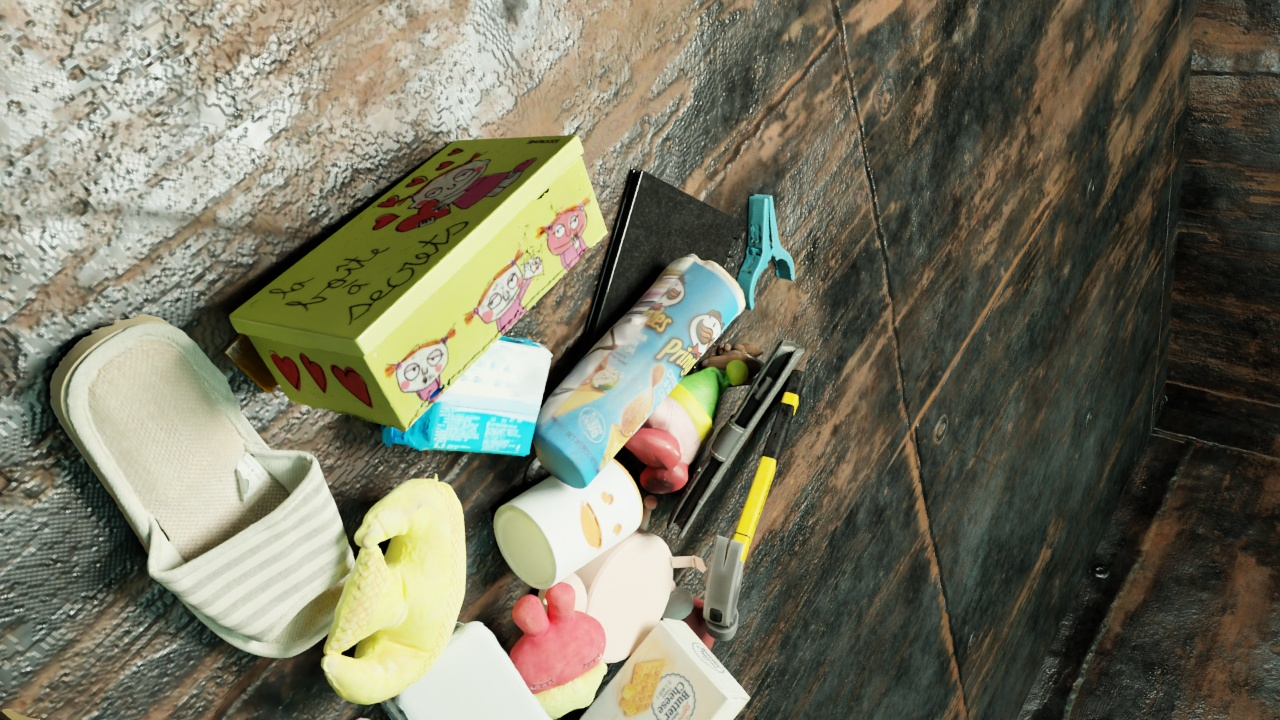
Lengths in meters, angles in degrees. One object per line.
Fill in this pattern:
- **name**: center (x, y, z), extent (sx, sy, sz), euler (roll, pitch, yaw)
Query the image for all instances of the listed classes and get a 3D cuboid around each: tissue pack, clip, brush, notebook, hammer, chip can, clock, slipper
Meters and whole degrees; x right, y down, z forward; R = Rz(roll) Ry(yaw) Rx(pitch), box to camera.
- **tissue pack**: center (-0.131, 0.021, 0.689), extent (0.144, 0.062, 0.093), euler (11, 93, -54)
- **clip**: center (0.127, -0.103, 0.985), extent (0.118, 0.033, 0.120), euler (-58, 140, -11)
- **brush**: center (-0.212, -0.036, 0.604), extent (0.126, 0.017, 0.048), euler (-53, 138, -23)
- **notebook**: center (0.016, -0.044, 0.877), extent (0.169, 0.019, 0.231), euler (15, 92, -50)
- **hammer**: center (0.133, 0.137, 1.015), extent (0.170, 0.034, 0.323), euler (85, 25, -51)
- **notebook**: center (0.096, 0.072, 0.909), extent (0.209, 0.029, 0.169), euler (-61, 170, 8)
- **chip can**: center (-0.005, 0.005, 0.797), extent (0.229, 0.080, 0.080), euler (-48, 135, -25)
- **clock**: center (-0.020, 0.229, 0.891), extent (0.160, 0.086, 0.131), euler (-33, 127, -31)
- **clock**: center (0.040, 0.297, 1.013), extent (0.124, 0.044, 0.087), euler (40, 72, -49)
- **slipper**: center (-0.258, 0.092, 0.575), extent (0.114, 0.054, 0.273), euler (-42, 132, -27)

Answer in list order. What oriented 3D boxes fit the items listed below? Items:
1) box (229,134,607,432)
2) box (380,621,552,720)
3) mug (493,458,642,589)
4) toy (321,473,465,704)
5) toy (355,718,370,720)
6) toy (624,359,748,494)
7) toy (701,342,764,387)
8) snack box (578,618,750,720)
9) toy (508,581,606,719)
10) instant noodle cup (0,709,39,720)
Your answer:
- **box**: center (-0.132, -0.059, 0.587), extent (0.220, 0.125, 0.079), euler (-47, 133, -36)
- **box**: center (-0.122, 0.316, 0.758), extent (0.118, 0.063, 0.213), euler (-40, 105, -27)
- **mug**: center (-0.062, 0.138, 0.800), extent (0.105, 0.082, 0.082), euler (-28, 124, -41)
- **toy**: center (-0.172, 0.166, 0.680), extent (0.154, 0.065, 0.170), euler (17, 87, -71)
- **toy**: center (-0.217, 0.337, 0.718), extent (0.063, 0.047, 0.110), euler (-42, 130, -44)
- **toy**: center (0.046, 0.059, 0.868), extent (0.124, 0.097, 0.131), euler (65, 37, -46)
- **toy**: center (0.096, 0.008, 0.970), extent (0.101, 0.042, 0.054), euler (-3, 64, -42)
- **snack box**: center (0.001, 0.366, 0.893), extent (0.208, 0.104, 0.057), euler (-52, 144, 5)
- **toy**: center (-0.072, 0.254, 0.801), extent (0.091, 0.045, 0.135), euler (-16, 114, -23)
- **instant noodle cup**: center (-0.352, 0.256, 0.495), extent (0.100, 0.100, 0.112), euler (54, 54, -45)
